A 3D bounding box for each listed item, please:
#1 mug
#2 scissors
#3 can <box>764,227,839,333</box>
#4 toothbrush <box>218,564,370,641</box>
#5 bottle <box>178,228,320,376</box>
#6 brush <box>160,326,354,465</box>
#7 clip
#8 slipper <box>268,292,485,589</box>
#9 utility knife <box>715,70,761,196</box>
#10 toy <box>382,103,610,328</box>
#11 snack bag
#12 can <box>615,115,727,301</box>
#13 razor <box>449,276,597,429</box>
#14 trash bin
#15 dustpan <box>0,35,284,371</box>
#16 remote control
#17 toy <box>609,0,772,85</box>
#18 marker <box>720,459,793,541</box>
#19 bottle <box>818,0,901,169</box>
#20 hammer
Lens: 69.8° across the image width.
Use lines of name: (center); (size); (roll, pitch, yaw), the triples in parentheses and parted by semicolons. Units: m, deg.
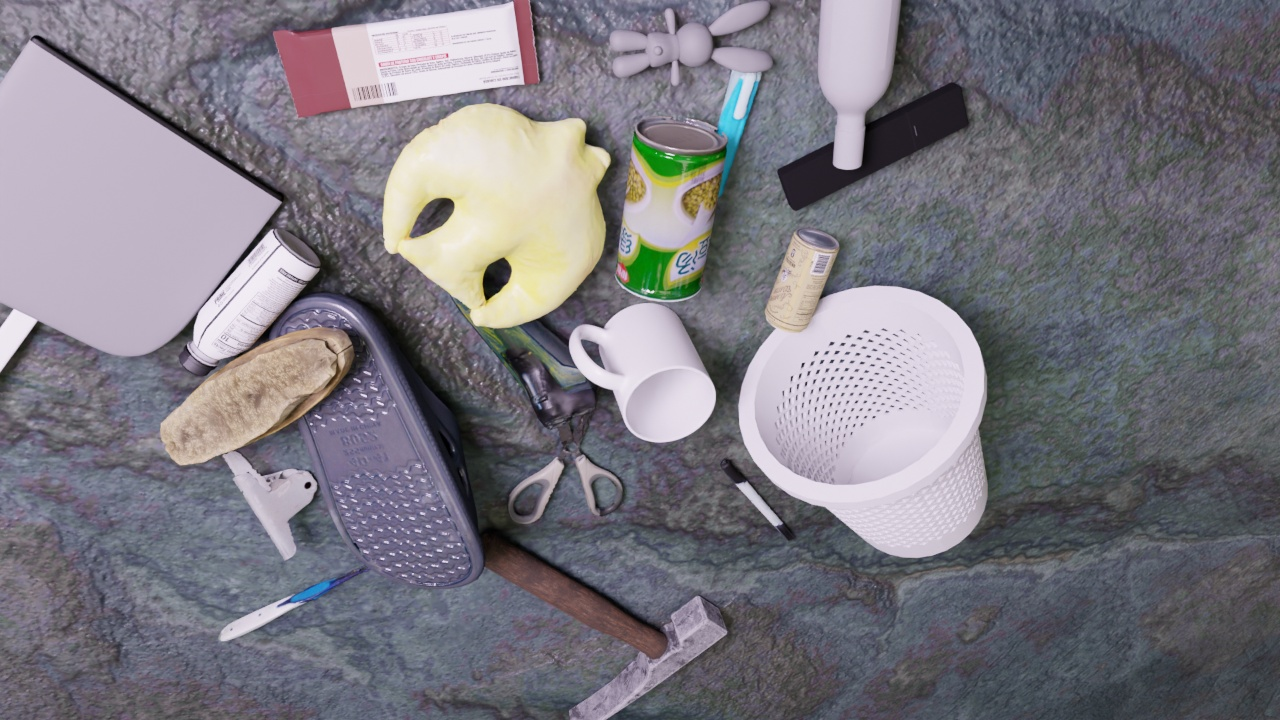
mug: (-0.004, 0.004, 0.726); (0.110, 0.090, 0.074); (15, 120, -26)
scissors: (-0.066, 0.095, 0.824); (0.166, 0.012, 0.157); (-36, 129, 11)
can: (0.131, -0.064, 0.750); (0.038, 0.038, 0.080); (4, 124, -19)
toothbrush: (-0.302, 0.217, 0.843); (0.189, 0.016, 0.017); (-25, 138, 2)
bottle: (-0.274, -0.037, 0.636); (0.116, 0.041, 0.041); (-46, 125, 7)
brush: (-0.278, 0.027, 0.656); (0.196, 0.043, 0.059); (-24, 104, 28)
clip: (-0.304, 0.113, 0.760); (0.058, 0.051, 0.102); (3, 131, 17)
slipper: (-0.201, 0.063, 0.727); (0.111, 0.083, 0.268); (-14, 112, 12)
utility knife: (0.053, -0.135, 0.688); (0.022, 0.015, 0.179); (6, 122, -20)
toy: (-0.088, -0.102, 0.636); (0.155, 0.064, 0.170); (-43, 130, 2)
snack bag: (-0.146, -0.194, 0.587); (0.158, 0.013, 0.057); (-12, 130, -8)
can: (0.021, -0.108, 0.666); (0.067, 0.067, 0.121); (-2, 126, -16)
razor: (-0.092, -0.006, 0.711); (0.054, 0.067, 0.151); (-28, 121, 19)
trash bin: (0.214, 0.073, 0.796); (0.195, 0.195, 0.199); (-33, 137, 8)
dustpan: (-0.384, -0.060, 0.607); (0.163, 0.033, 0.258); (35, 101, -34)
remote control: (0.179, -0.164, 0.706); (0.150, 0.013, 0.034); (-26, 124, 3)
toy: (0.035, -0.213, 0.617); (0.111, 0.030, 0.049); (-9, 113, -4)
marker: (0.118, 0.140, 0.915); (0.011, 0.011, 0.152); (-35, 128, 9)
bottle: (0.149, -0.225, 0.627); (0.052, 0.052, 0.195); (-11, 128, -9)
hammer: (-0.081, 0.273, 0.938); (0.218, 0.037, 0.300); (-40, 126, 14)
